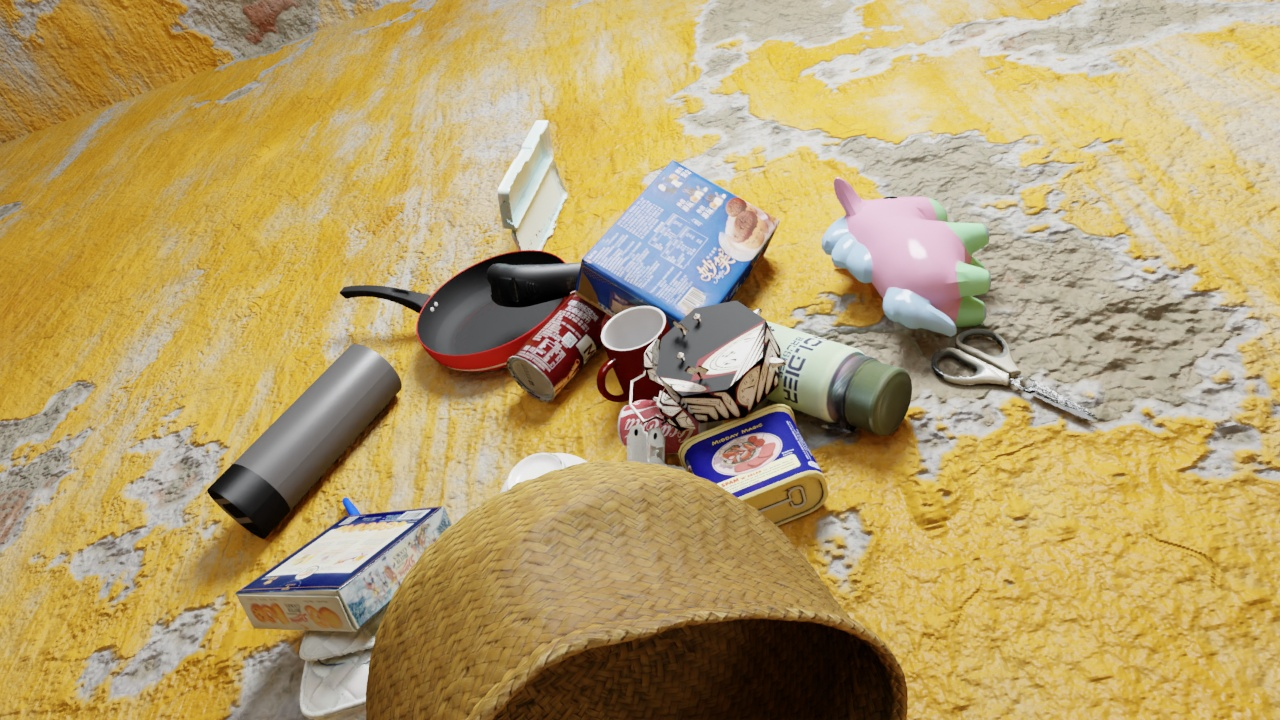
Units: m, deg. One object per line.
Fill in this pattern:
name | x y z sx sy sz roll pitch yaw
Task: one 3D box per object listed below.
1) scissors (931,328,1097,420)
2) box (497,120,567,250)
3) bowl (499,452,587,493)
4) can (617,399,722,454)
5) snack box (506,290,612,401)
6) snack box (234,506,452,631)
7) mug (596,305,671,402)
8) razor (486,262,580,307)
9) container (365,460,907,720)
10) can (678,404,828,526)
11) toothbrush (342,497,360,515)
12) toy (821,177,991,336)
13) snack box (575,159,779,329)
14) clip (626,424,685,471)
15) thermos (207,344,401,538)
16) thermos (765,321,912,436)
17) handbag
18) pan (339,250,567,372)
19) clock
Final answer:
scissors | 0.340 0.024 0.856 0.121 0.012 0.170 -20 40 8
box | -0.152 -0.238 1.303 0.041 0.135 0.196 3 44 14
bowl | -0.092 0.132 0.897 0.118 0.062 0.117 -14 39 11
can | 0.030 0.067 0.921 0.097 0.054 0.053 0 43 26
snack box | -0.090 -0.017 1.066 0.072 0.072 0.121 15 52 38
snack box | -0.268 0.190 0.847 0.145 0.042 0.144 -10 17 32
mug | -0.006 0.006 0.987 0.073 0.083 0.105 20 54 40
razor | -0.111 -0.100 1.115 0.151 0.054 0.067 -8 24 3
container | -0.020 0.221 0.573 0.306 0.307 0.196 -29 31 -9
can | 0.104 0.104 0.841 0.116 0.056 0.092 -22 39 1
toothbrush | -0.281 0.193 0.954 0.018 0.016 0.182 -40 41 -13
toy | 0.275 -0.103 0.967 0.171 0.120 0.221 4 43 15
snack box | 0.045 -0.121 1.071 0.155 0.069 0.202 31 57 10
clip | -0.002 0.090 0.875 0.050 0.058 0.102 -3 -9 -38
thermos | -0.388 0.091 1.073 0.082 0.082 0.239 9 48 34
thermos | 0.154 0.012 0.912 0.232 0.082 0.082 21 55 41
handbag | -0.198 0.245 0.806 0.195 0.072 0.138 -19 36 3
pan | -0.249 -0.069 1.205 0.357 0.067 0.208 3 44 28
clock | 0.054 0.005 0.873 0.155 0.065 0.114 -27 44 9
